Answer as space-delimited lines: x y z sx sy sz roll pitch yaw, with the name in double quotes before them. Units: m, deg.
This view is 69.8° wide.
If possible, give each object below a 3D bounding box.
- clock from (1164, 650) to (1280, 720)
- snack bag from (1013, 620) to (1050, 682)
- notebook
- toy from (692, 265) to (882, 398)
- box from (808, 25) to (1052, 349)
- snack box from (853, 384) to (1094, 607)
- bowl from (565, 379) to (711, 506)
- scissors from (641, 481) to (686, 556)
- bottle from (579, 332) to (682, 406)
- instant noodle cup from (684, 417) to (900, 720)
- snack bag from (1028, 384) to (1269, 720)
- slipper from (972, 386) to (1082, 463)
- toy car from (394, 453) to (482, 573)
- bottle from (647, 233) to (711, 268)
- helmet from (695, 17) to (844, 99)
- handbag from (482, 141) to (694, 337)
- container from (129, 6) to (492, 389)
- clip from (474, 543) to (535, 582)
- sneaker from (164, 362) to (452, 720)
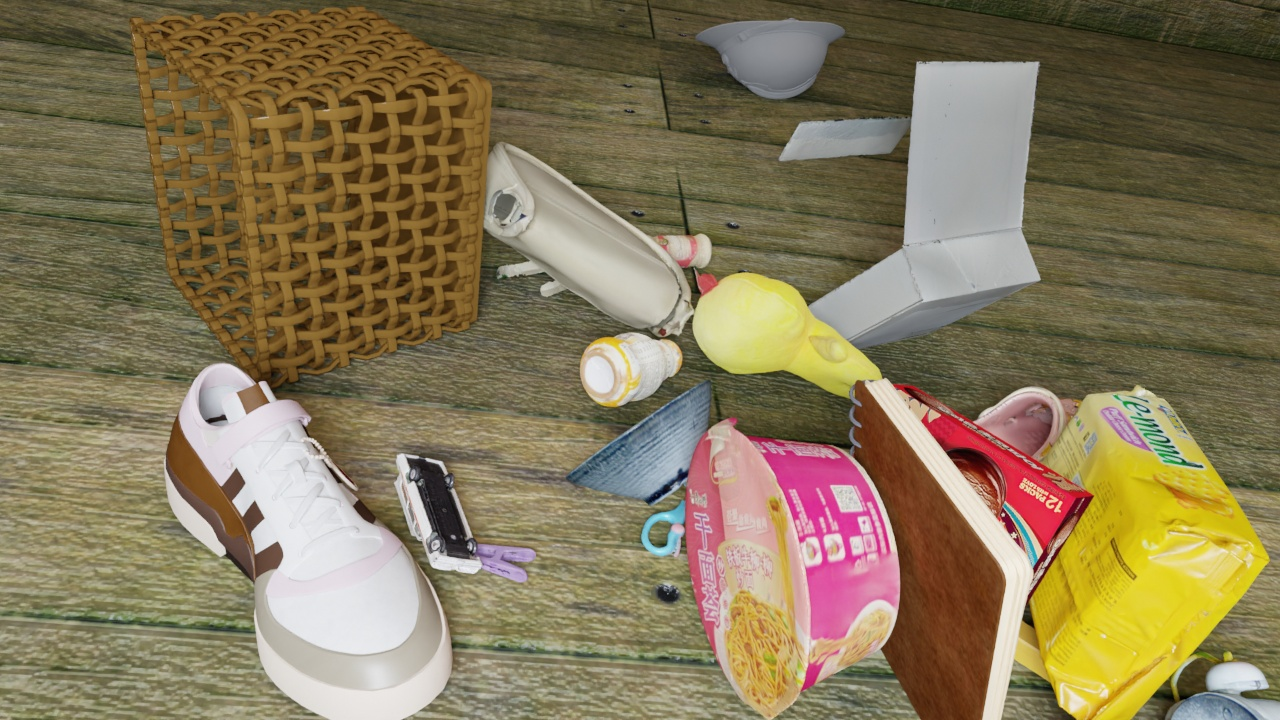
"clock" 0.380 0.243 0.586 0.057 0.083 0.117 6 38 -16
"snack bag" 0.275 0.203 0.670 0.099 0.020 0.026 32 32 27
"notebook" 0.172 0.135 0.561 0.024 0.226 0.167 -16 39 -7
"toy" 0.135 -0.020 0.885 0.207 0.134 0.092 22 77 3
"box" 0.285 -0.150 0.898 0.166 0.331 0.165 -11 27 -29
"snack box" 0.221 0.113 0.672 0.035 0.133 0.152 5 25 -46
"bowl" 0.013 0.076 0.719 0.136 0.137 0.057 -29 82 -43
"scissors" 0.059 0.121 0.736 0.130 0.015 0.134 18 37 13
"bottle" -0.005 0.005 0.843 0.063 0.063 0.108 32 25 28
"instant noodle cup" 0.096 0.126 0.588 0.077 0.179 0.178 -6 38 -19
"snack bag" 0.330 0.125 0.647 0.068 0.160 0.246 25 26 2
"slipper" 0.360 0.068 0.836 0.197 0.082 0.093 -11 41 -25
"toy car" -0.151 0.114 0.666 0.039 0.039 0.113 19 25 -38
"bottle" 0.027 -0.125 1.056 0.109 0.044 0.044 -4 37 -21
"helmet" 0.234 -0.529 1.640 0.271 0.118 0.183 -4 6 -12
"handbag" -0.074 -0.097 0.912 0.229 0.132 0.184 28 14 -19
"container" -0.290 -0.156 0.827 0.213 0.252 0.219 -21 45 -38
"clip" -0.102 0.143 0.662 0.051 0.013 0.032 13 33 7
"sneaker" -0.219 0.099 0.598 0.111 0.117 0.294 -20 45 -37
